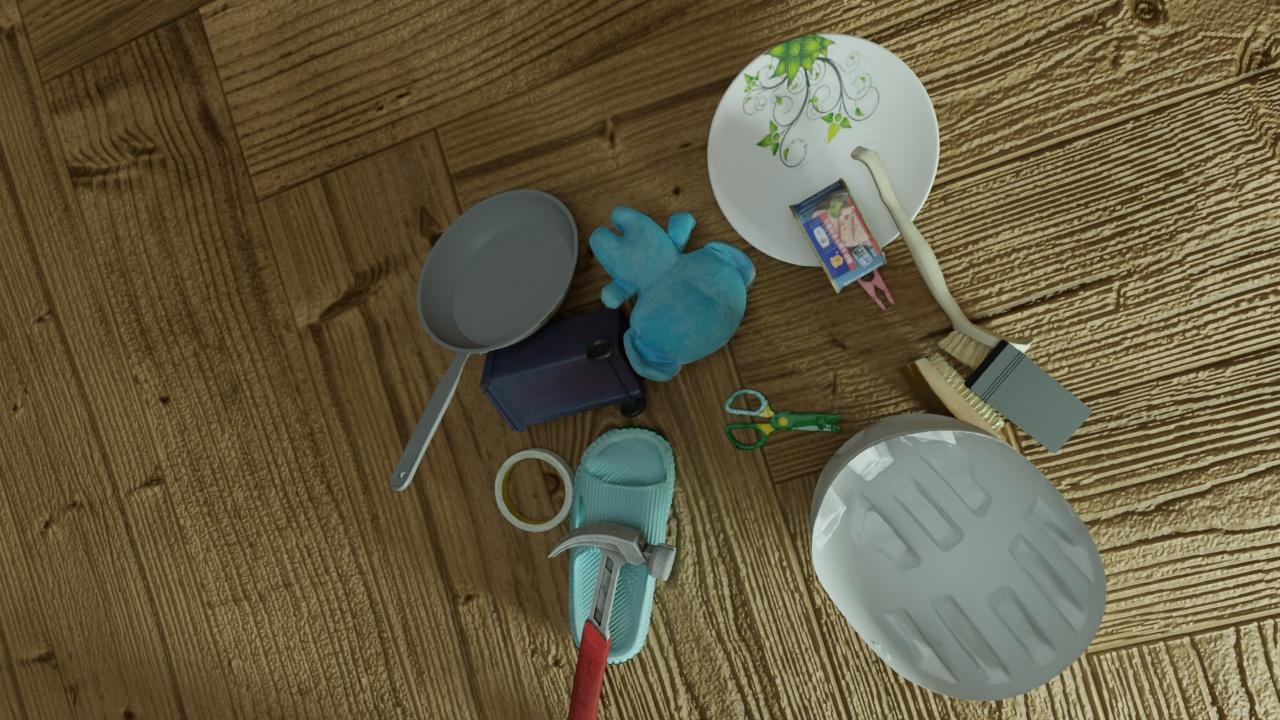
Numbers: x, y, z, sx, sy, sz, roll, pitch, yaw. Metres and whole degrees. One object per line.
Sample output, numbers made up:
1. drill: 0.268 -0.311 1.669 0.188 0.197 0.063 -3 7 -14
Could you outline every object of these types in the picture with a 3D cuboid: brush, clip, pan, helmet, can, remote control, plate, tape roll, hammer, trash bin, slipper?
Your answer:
1. brush: 0.315 0.041 0.923 0.039 0.049 0.117 -39 82 -10
2. clip: 0.244 -0.083 0.947 0.060 0.023 0.044 35 102 15
3. pan: -0.175 -0.025 0.964 0.201 0.051 0.355 7 68 30
4. helmet: 0.295 0.180 0.865 0.282 0.183 0.225 45 108 13
5. can: 0.197 -0.125 0.914 0.059 0.054 0.100 -28 97 13
6. remote control: 0.377 0.037 0.890 0.133 0.013 0.058 34 102 -23
7. brush: 0.287 -0.096 0.905 0.077 0.062 0.272 -35 90 3
8. plate: 0.184 -0.212 0.940 0.229 0.030 0.229 2 104 10
9. tape roll: -0.120 0.148 1.050 0.094 0.019 0.094 1 94 13
10. hammer: -0.053 0.318 0.998 0.126 0.036 0.316 15 112 11
11. trash bin: -0.083 0.012 0.980 0.161 0.092 0.094 -15 132 17
12. slipper: -0.028 0.207 1.004 0.116 0.069 0.276 7 96 11

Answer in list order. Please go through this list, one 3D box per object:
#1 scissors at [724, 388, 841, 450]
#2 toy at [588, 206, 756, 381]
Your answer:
1. scissors: 0.152 0.058 0.982 0.131 0.014 0.071 -6 92 15
2. toy: 0.023 -0.076 0.957 0.180 0.115 0.183 42 73 -2
